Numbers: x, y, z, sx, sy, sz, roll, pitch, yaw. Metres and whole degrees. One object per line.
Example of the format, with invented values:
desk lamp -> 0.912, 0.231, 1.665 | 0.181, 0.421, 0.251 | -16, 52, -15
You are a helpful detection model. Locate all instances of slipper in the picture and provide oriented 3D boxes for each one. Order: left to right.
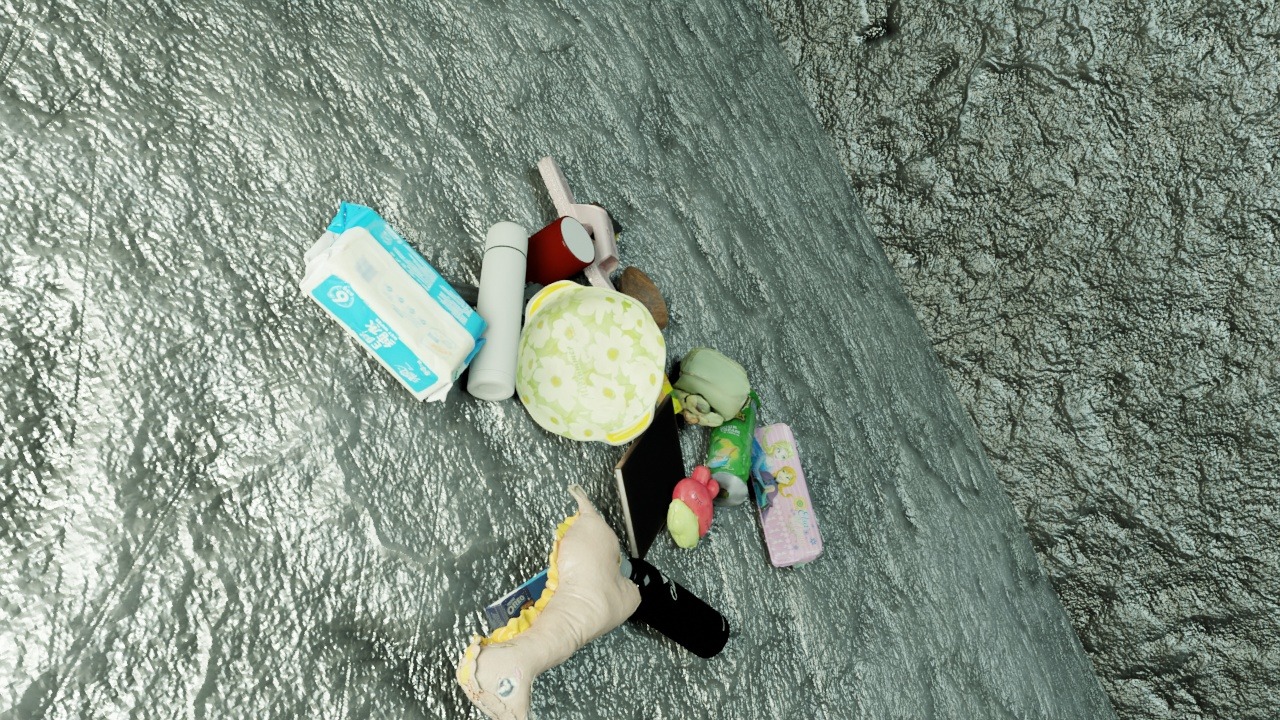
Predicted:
slipper -> -0.074, -0.196, 1.327 | 0.239, 0.064, 0.094 | 65, 6, 11

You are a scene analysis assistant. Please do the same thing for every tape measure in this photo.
tape measure -> -0.061, -0.206, 1.407 | 0.067, 0.038, 0.062 | 48, 32, -27

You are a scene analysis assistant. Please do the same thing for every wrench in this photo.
wrench -> -0.188, -0.077, 1.115 | 0.272, 0.018, 0.073 | 9, 60, -55

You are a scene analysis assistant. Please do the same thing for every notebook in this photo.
notebook -> 0.018, 0.152, 1.216 | 0.208, 0.008, 0.141 | -51, 134, -59

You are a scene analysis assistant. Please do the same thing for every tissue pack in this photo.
tissue pack -> -0.253, -0.061, 0.945 | 0.209, 0.066, 0.116 | 49, 33, -22

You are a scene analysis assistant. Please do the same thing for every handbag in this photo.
handbag -> 0.102, 0.045, 1.404 | 0.113, 0.117, 0.186 | 32, 7, -1

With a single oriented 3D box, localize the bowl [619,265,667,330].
bowl -> -0.002, -0.092, 1.423 | 0.114, 0.026, 0.101 | 39, 38, -37

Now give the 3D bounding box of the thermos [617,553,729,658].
thermos -> 0.018, 0.288, 1.108 | 0.231, 0.061, 0.061 | 42, 35, -34

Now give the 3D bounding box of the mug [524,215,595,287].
mug -> -0.109, -0.149, 1.234 | 0.073, 0.083, 0.105 | 55, 30, -14

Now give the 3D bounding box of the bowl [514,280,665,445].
bowl -> -0.066, 0.001, 1.131 | 0.219, 0.188, 0.060 | 59, -8, -16

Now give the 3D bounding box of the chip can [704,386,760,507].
chip can -> 0.140, 0.130, 1.428 | 0.075, 0.076, 0.222 | 50, 31, -23

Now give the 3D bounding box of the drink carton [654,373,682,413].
drink carton -> 0.005, 0.025, 1.323 | 0.058, 0.043, 0.134 | -28, 92, -60

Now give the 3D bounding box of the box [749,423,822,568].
box -> 0.231, 0.228, 1.515 | 0.097, 0.085, 0.230 | 78, 0, -64

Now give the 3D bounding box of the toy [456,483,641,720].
toy -> -0.097, 0.238, 0.914 | 0.263, 0.065, 0.196 | -13, 69, -54

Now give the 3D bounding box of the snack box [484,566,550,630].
snack box -> -0.098, 0.267, 0.970 | 0.150, 0.027, 0.082 | -16, 80, -62

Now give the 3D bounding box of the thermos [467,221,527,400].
thermos -> -0.165, -0.063, 1.075 | 0.052, 0.052, 0.223 | 33, 48, -43

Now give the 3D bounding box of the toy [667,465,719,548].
toy -> 0.075, 0.203, 1.275 | 0.134, 0.045, 0.092 | -51, 131, -49
